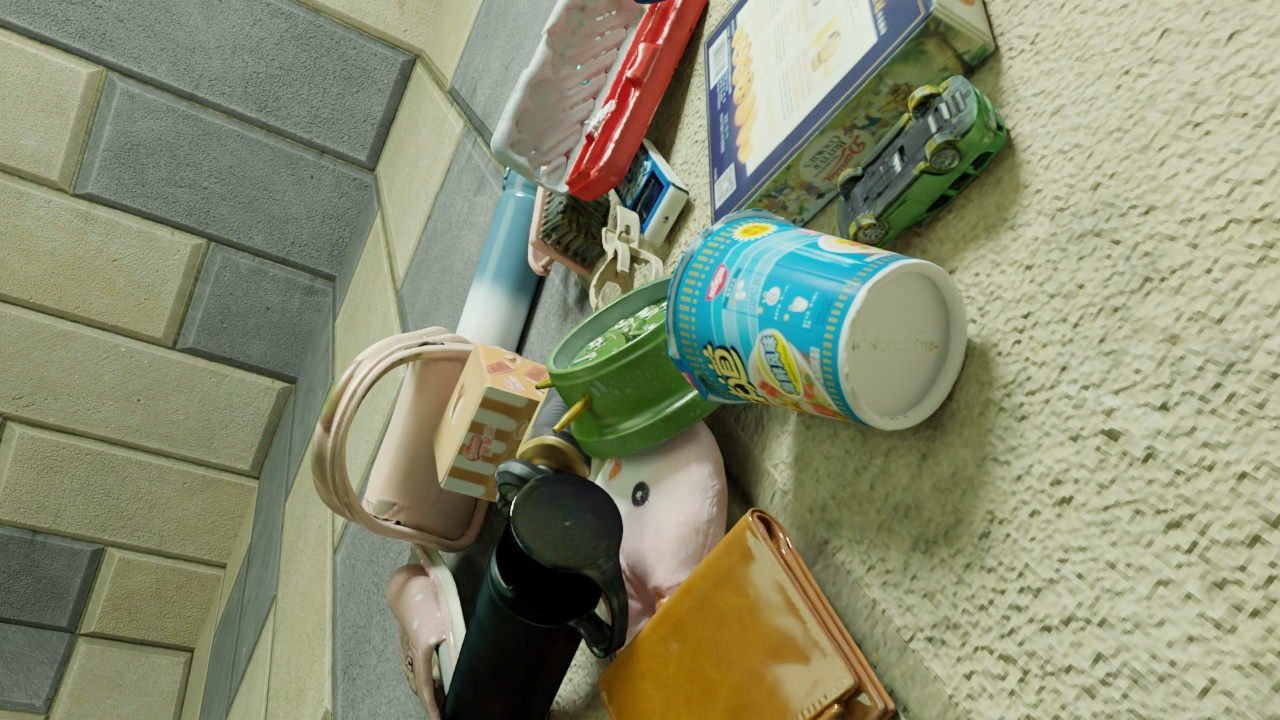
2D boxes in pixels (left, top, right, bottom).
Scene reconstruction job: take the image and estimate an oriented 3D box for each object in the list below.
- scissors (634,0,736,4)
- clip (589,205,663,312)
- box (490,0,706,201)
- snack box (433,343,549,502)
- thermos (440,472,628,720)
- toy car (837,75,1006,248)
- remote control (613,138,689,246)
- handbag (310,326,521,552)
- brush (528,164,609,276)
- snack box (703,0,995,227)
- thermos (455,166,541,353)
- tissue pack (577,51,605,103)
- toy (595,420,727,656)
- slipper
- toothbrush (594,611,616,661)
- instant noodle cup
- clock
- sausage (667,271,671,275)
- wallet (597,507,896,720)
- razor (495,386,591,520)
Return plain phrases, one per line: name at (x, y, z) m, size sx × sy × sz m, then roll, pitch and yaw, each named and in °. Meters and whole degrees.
scissors at (0.059, -0.292, 0.693) m, size 0.163 × 0.012 × 0.162 m, roll 3°, pitch 47°, yaw 34°
clip at (-0.018, -0.060, 0.656) m, size 0.087 × 0.035 × 0.104 m, roll -65°, pitch 23°, yaw 17°
box at (-0.033, -0.237, 0.749) m, size 0.095 × 0.100 × 0.200 m, roll -10°, pitch 55°, yaw 62°
snack box at (-0.100, 0.054, 0.719) m, size 0.093 × 0.094 × 0.077 m, roll -63°, pitch 26°, yaw 18°
thermos at (-0.064, 0.170, 0.536) m, size 0.090 × 0.068 × 0.243 m, roll 53°, pitch 142°, yaw 27°
toy car at (0.126, -0.087, 0.424) m, size 0.091 × 0.036 × 0.043 m, roll -45°, pitch 36°, yaw 42°
remote control at (0.006, -0.135, 0.718) m, size 0.049 × 0.024 × 0.124 m, roll -60°, pitch 26°, yaw 22°
handbag at (-0.193, 0.063, 0.770) m, size 0.234 × 0.093 × 0.193 m, roll 26°, pitch -101°, yaw -75°
brush at (-0.068, -0.146, 0.833) m, size 0.073 × 0.063 × 0.145 m, roll -32°, pitch 44°, yaw 39°
snack box at (0.104, -0.181, 0.526) m, size 0.183 × 0.045 × 0.177 m, roll -42°, pitch 37°, yaw 46°
thermos at (-0.131, -0.098, 0.925) m, size 0.070 × 0.070 × 0.220 m, roll 8°, pitch 81°, yaw 65°
tissue pack at (-0.065, -0.263, 0.922) m, size 0.093 × 0.050 × 0.133 m, roll -69°, pitch 24°, yaw 6°
toy at (0.011, 0.108, 0.511) m, size 0.122 × 0.054 × 0.159 m, roll -45°, pitch 44°, yaw 45°
slipper at (-0.175, 0.226, 0.760) m, size 0.274 × 0.054 × 0.114 m, roll -152°, pitch 52°, yaw -67°
toothbrush at (-0.014, 0.176, 0.557) m, size 0.017 × 0.014 × 0.189 m, roll -45°, pitch 30°, yaw 4°
instant noodle cup at (0.081, -0.015, 0.412) m, size 0.110 × 0.099 × 0.099 m, roll 21°, pitch 92°, yaw 57°
clock at (0.016, -0.010, 0.527) m, size 0.161 × 0.056 × 0.116 m, roll -33°, pitch 19°, yaw -3°
sausage at (-0.004, 0.004, 0.644) m, size 0.165 × 0.021 × 0.021 m, roll -63°, pitch 26°, yaw 19°
wallet at (0.041, 0.153, 0.408) m, size 0.131 × 0.035 × 0.119 m, roll -52°, pitch 49°, yaw 24°
razor at (-0.058, 0.052, 0.614) m, size 0.068 × 0.062 × 0.167 m, roll -45°, pitch 16°, yaw 23°
